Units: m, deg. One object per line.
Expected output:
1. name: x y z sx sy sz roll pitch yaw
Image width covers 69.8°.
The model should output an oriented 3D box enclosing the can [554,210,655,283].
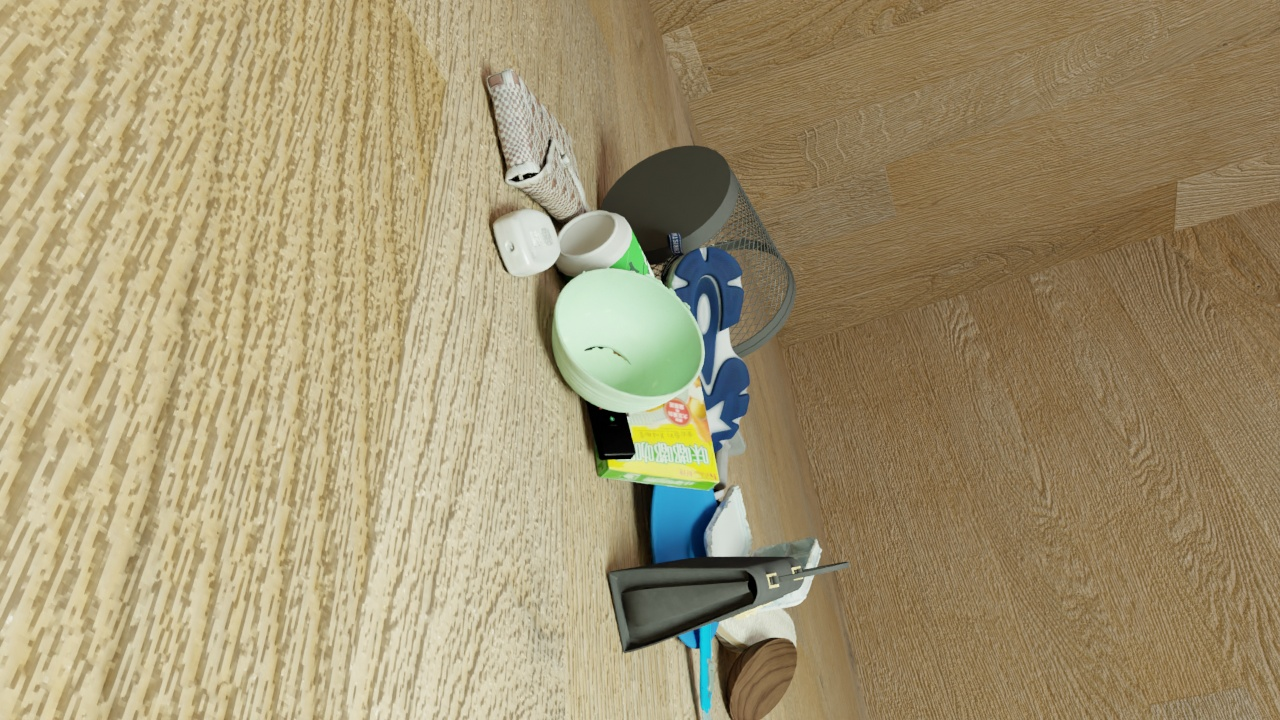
1. can: -0.032 -0.088 0.994 0.140 0.088 0.087 60 18 -44

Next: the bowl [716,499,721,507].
1. bowl: 0.108 0.232 1.253 0.124 0.052 0.124 -16 90 -77

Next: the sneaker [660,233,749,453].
1. sneaker: 0.059 -0.016 1.111 0.132 0.103 0.270 -133 -142 -63

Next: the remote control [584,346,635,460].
1. remote control: -0.038 0.029 0.910 0.013 0.034 0.150 -54 -137 49

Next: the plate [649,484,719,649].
1. plate: 0.049 0.211 1.044 0.224 0.024 0.224 -10 90 -68

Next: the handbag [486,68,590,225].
1. handbag: -0.099 -0.214 0.969 0.185 0.047 0.124 29 45 -73

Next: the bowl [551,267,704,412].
1. bowl: -0.021 -0.009 0.883 0.077 0.150 0.150 125 -36 -49

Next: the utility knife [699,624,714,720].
1. utility knife: 0.072 0.338 0.992 0.031 0.015 0.220 40 46 -54

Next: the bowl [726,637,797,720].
1. bowl: 0.143 0.391 1.139 0.032 0.119 0.119 26 -27 45

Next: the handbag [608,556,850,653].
1. handbag: 0.100 0.210 0.863 0.175 0.196 0.072 19 57 -65

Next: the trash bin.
1. trash bin: 0.076 -0.146 1.266 0.227 0.218 0.217 54 22 -45

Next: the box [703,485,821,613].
1. box: 0.152 0.225 1.110 0.210 0.105 0.129 -38 112 -72

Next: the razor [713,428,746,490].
1. razor: 0.113 0.134 1.283 0.116 0.047 0.088 -79 150 -49

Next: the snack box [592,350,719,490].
1. snack box: 0.009 0.049 0.956 0.131 0.027 0.167 11 53 -29

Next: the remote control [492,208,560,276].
1. remote control: -0.103 -0.110 0.849 0.114 0.028 0.060 -56 127 -74

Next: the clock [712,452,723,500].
1. clock: 0.095 0.153 1.346 0.094 0.035 0.123 -83 154 -61

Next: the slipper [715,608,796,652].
1. slipper: 0.129 0.328 1.197 0.263 0.052 0.114 46 38 -38
